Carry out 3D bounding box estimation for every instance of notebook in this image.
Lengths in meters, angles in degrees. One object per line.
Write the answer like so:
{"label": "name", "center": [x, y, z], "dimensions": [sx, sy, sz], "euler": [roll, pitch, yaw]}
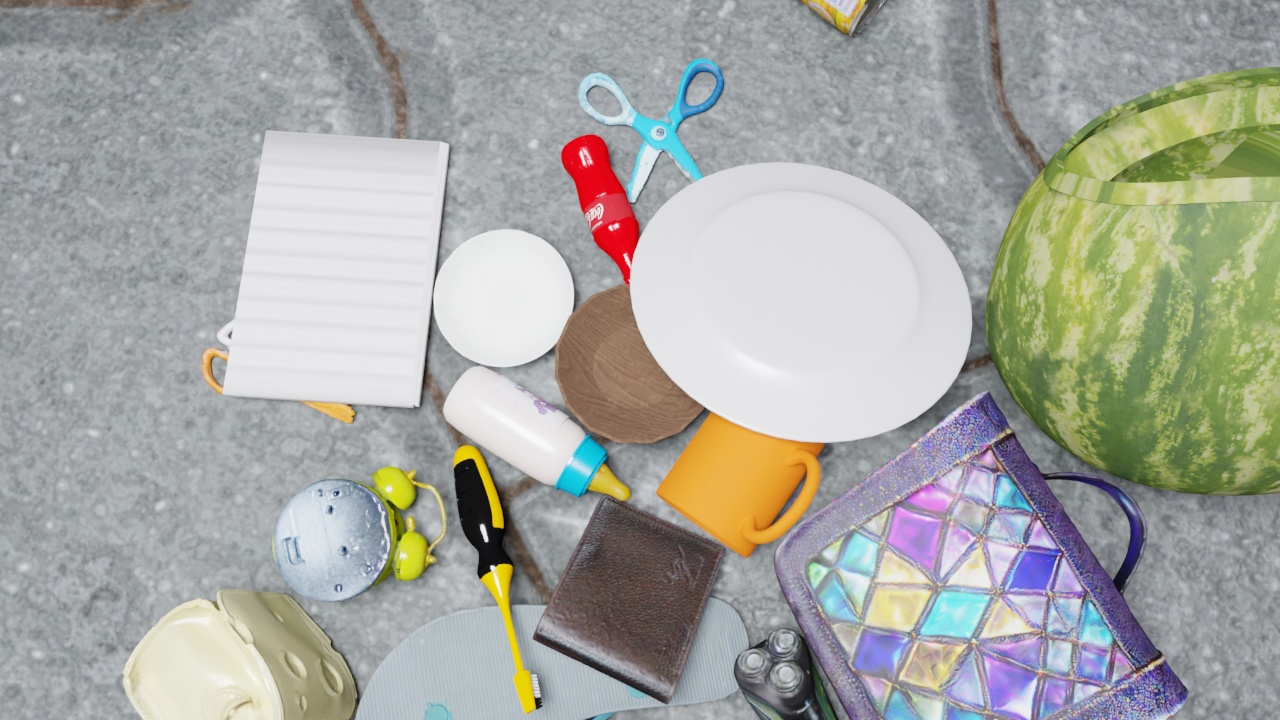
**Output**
{"label": "notebook", "center": [-0.227, -0.072, 0.694], "dimensions": [0.142, 0.009, 0.209], "euler": [4, 77, 0]}

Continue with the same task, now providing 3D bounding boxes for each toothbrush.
{"label": "toothbrush", "center": [-0.098, 0.141, 0.620], "dimensions": [0.031, 0.030, 0.196], "euler": [-38, 54, 23]}

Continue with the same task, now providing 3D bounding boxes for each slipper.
{"label": "slipper", "center": [-0.059, 0.211, 0.634], "dimensions": [0.268, 0.055, 0.098], "euler": [-9, 75, -12]}

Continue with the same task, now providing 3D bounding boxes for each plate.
{"label": "plate", "center": [-0.100, -0.045, 0.686], "dimensions": [0.104, 0.026, 0.104], "euler": [0, 80, 2]}
{"label": "plate", "center": [0.114, -0.054, 0.645], "dimensions": [0.242, 0.016, 0.242], "euler": [2, 58, -3]}

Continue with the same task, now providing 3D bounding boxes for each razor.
{"label": "razor", "center": [0.116, 0.252, 0.612], "dimensions": [0.054, 0.067, 0.151], "euler": [-29, 89, -7]}

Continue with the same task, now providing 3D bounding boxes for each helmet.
{"label": "helmet", "center": [0.346, -0.031, 0.575], "dimensions": [0.244, 0.212, 0.247], "euler": [-7, 122, 30]}

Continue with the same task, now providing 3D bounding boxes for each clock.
{"label": "clock", "center": [-0.194, 0.121, 0.642], "dimensions": [0.119, 0.057, 0.083], "euler": [-16, 79, -2]}

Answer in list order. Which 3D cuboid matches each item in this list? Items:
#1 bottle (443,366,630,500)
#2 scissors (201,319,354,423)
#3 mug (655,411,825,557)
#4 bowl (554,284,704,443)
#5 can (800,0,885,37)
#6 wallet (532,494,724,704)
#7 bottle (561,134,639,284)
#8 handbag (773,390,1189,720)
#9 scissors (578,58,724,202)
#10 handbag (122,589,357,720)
{"label": "bottle", "center": [-0.069, 0.058, 0.654], "dimensions": [0.146, 0.051, 0.051], "euler": [31, 82, 6]}
{"label": "scissors", "center": [-0.266, 0.012, 0.686], "dimensions": [0.128, 0.013, 0.064], "euler": [25, 81, 6]}
{"label": "mug", "center": [0.077, 0.078, 0.621], "dimensions": [0.077, 0.113, 0.096], "euler": [40, 81, -28]}
{"label": "bowl", "center": [-0.004, 0.004, 0.672], "dimensions": [0.118, 0.030, 0.117], "euler": [0, 81, -2]}
{"label": "can", "center": [0.143, -0.308, 0.709], "dimensions": [0.105, 0.068, 0.067], "euler": [39, 82, 7]}
{"label": "wallet", "center": [-0.004, 0.157, 0.624], "dimensions": [0.099, 0.031, 0.119], "euler": [24, 50, 5]}
{"label": "bottle", "center": [-0.024, -0.111, 0.691], "dimensions": [0.036, 0.036, 0.119], "euler": [-22, 81, -3]}
{"label": "handbag", "center": [0.214, 0.145, 0.586], "dimensions": [0.222, 0.125, 0.204], "euler": [-30, 75, 3]}
{"label": "scissors", "center": [0.019, -0.188, 0.718], "dimensions": [0.137, 0.011, 0.134], "euler": [-37, 79, -7]}
{"label": "handbag", "center": [-0.251, 0.209, 0.597], "dimensions": [0.111, 0.119, 0.081], "euler": [42, 81, 11]}
